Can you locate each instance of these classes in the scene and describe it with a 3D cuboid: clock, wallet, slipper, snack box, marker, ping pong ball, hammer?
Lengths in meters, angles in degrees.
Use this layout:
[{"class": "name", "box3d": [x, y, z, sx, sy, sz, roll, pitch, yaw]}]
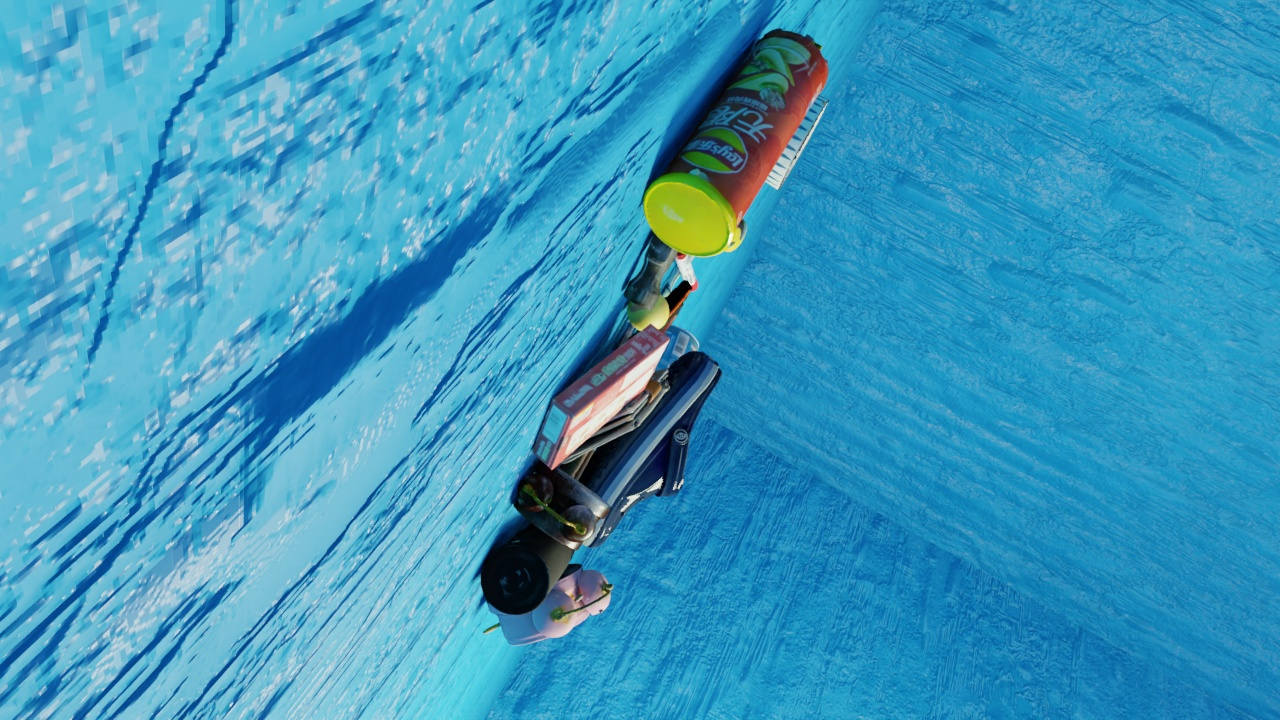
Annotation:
[{"class": "clock", "box3d": [-0.101, 0.278, 1.053, 0.159, 0.060, 0.117, -22, 177, 39]}, {"class": "wallet", "box3d": [-0.079, 0.127, 1.010, 0.101, 0.020, 0.115, -61, -172, -4]}, {"class": "slipper", "box3d": [0.011, 0.104, 1.020, 0.252, 0.095, 0.105, -53, -171, -7]}, {"class": "wallet", "box3d": [-0.027, 0.049, 0.943, 0.107, 0.037, 0.129, -27, -170, 24]}, {"class": "snack box", "box3d": [-0.034, 0.030, 0.824, 0.152, 0.025, 0.075, -40, 162, -44]}, {"class": "marker", "box3d": [0.052, -0.105, 1.052, 0.017, 0.017, 0.145, -60, 167, -5]}, {"class": "ping pong ball", "box3d": [0.007, -0.047, 0.877, 0.040, 0.040, 0.040, -60, 175, -9]}, {"class": "hammer", "box3d": [0.066, -0.128, 0.926, 0.126, 0.032, 0.322, -63, 169, 16]}, {"class": "clock", "box3d": [-0.075, 0.135, 0.853, 0.055, 0.082, 0.122, -54, 177, -6]}]

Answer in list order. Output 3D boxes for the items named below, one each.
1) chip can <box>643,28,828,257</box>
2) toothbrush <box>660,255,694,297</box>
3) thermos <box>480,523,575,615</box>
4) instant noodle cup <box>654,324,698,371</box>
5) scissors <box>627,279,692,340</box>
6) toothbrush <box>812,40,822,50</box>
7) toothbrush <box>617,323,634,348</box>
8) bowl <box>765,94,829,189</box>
[{"class": "chip can", "box3d": [0.079, -0.173, 0.713, 0.216, 0.073, 0.073, -58, 175, -35]}, {"class": "toothbrush", "box3d": [0.034, -0.083, 1.091, 0.191, 0.018, 0.016, -58, 174, -29]}, {"class": "thermos", "box3d": [-0.120, 0.222, 0.999, 0.090, 0.068, 0.242, -39, 176, 1]}, {"class": "instant noodle cup", "box3d": [0.025, 0.014, 1.166, 0.099, 0.099, 0.109, 109, 4, -64]}, {"class": "scissors", "box3d": [-0.018, -0.004, 0.899, 0.234, 0.022, 0.140, -45, 172, -51]}, {"class": "toothbrush", "box3d": [0.189, -0.337, 1.222, 0.190, 0.016, 0.015, -61, 174, 5]}, {"class": "toothbrush", "box3d": [0.020, -0.082, 0.952, 0.180, 0.016, 0.016, -63, 174, 22]}, {"class": "bowl", "box3d": [0.163, -0.266, 1.071, 0.116, 0.066, 0.116, -59, 176, -7]}]
